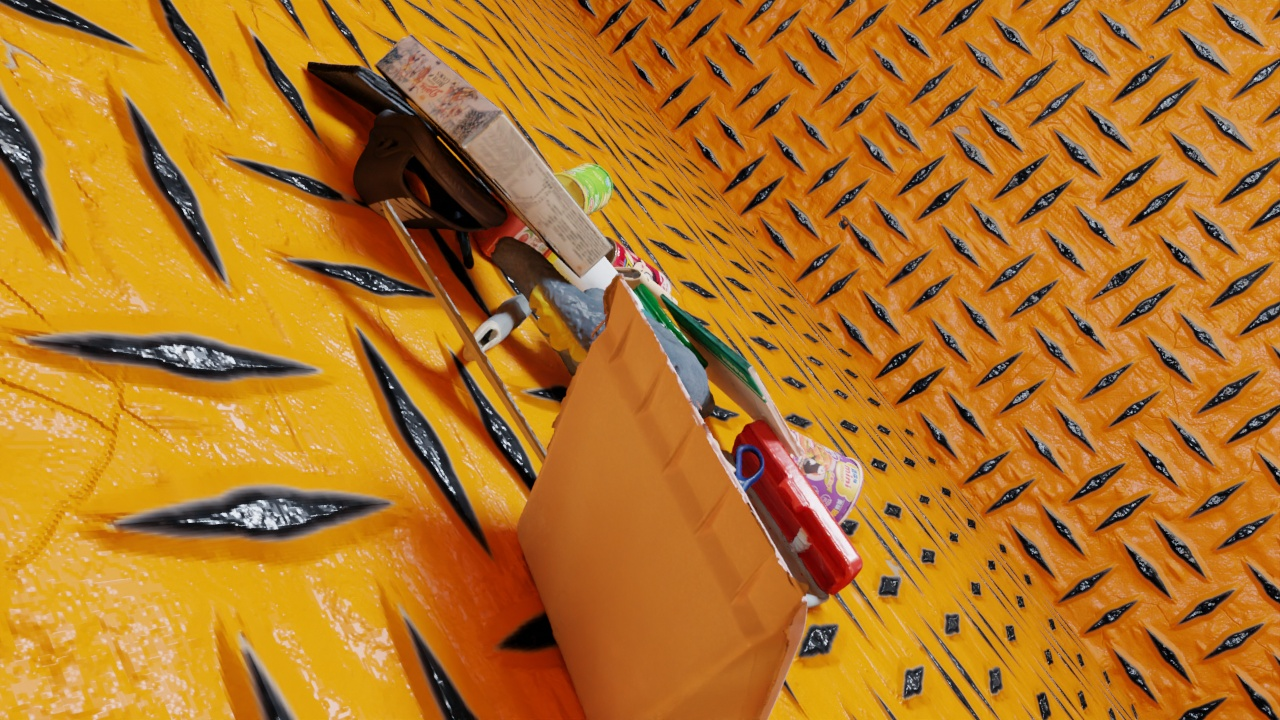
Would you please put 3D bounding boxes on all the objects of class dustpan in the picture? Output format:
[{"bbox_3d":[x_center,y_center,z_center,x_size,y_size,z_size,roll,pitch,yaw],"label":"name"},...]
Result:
[{"bbox_3d":[0.030,0.113,0.559,0.138,0.274,0.222,2,47,-34],"label":"dustpan"}]

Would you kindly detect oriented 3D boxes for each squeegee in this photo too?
[{"bbox_3d":[-0.122,-0.024,0.764,0.246,0.039,0.246,59,9,-11],"label":"squeegee"}]

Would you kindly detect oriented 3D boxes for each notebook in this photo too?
[{"bbox_3d":[0.101,0.014,1.056,0.150,0.012,0.209,56,-7,-36],"label":"notebook"}]

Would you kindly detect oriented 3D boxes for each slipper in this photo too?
[{"bbox_3d":[-0.198,-0.155,0.814,0.110,0.083,0.268,44,-2,-32],"label":"slipper"}]

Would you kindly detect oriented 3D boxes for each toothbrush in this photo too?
[{"bbox_3d":[-0.182,-0.145,0.926,0.189,0.014,0.016,-113,179,-46],"label":"toothbrush"}]

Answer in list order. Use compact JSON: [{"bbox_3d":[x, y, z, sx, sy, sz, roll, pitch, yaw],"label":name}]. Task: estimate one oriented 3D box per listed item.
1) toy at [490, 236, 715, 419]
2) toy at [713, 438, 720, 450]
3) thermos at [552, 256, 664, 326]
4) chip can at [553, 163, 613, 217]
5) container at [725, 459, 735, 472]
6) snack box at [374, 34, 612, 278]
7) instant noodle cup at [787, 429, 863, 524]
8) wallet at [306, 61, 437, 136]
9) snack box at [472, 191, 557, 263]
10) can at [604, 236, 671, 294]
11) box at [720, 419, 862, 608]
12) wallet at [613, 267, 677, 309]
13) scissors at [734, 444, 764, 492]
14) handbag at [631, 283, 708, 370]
[{"bbox_3d":[-0.005,0.005,0.882,0.356,0.091,0.137,36,20,-47],"label":"toy"},{"bbox_3d":[0.056,0.103,0.886,0.105,0.066,0.157,41,10,-2],"label":"toy"},{"bbox_3d":[-0.064,-0.089,1.011,0.224,0.073,0.073,52,17,11],"label":"thermos"},{"bbox_3d":[-0.088,-0.227,1.251,0.072,0.073,0.221,47,16,-6],"label":"chip can"},{"bbox_3d":[0.005,0.078,0.742,0.111,0.090,0.090,49,-6,9],"label":"container"},{"bbox_3d":[-0.124,-0.174,0.786,0.182,0.046,0.178,45,-1,40],"label":"snack box"},{"bbox_3d":[0.194,0.141,1.101,0.099,0.112,0.111,35,20,-19],"label":"instant noodle cup"},{"bbox_3d":[-0.256,-0.256,0.900,0.097,0.019,0.120,18,-7,40],"label":"wallet"},{"bbox_3d":[-0.121,-0.140,0.942,0.080,0.091,0.082,20,31,-45],"label":"snack box"},{"bbox_3d":[-0.015,-0.113,1.215,0.132,0.053,0.053,29,25,-50],"label":"can"},{"bbox_3d":[0.140,0.172,0.990,0.201,0.091,0.095,56,-25,25],"label":"box"},{"bbox_3d":[-0.014,-0.090,1.145,0.087,0.024,0.115,10,-9,27],"label":"wallet"},{"bbox_3d":[0.082,0.143,0.926,0.172,0.128,0.012,-48,142,-42],"label":"scissors"},{"bbox_3d":[0.023,-0.023,1.082,0.131,0.068,0.120,50,11,8],"label":"handbag"}]
